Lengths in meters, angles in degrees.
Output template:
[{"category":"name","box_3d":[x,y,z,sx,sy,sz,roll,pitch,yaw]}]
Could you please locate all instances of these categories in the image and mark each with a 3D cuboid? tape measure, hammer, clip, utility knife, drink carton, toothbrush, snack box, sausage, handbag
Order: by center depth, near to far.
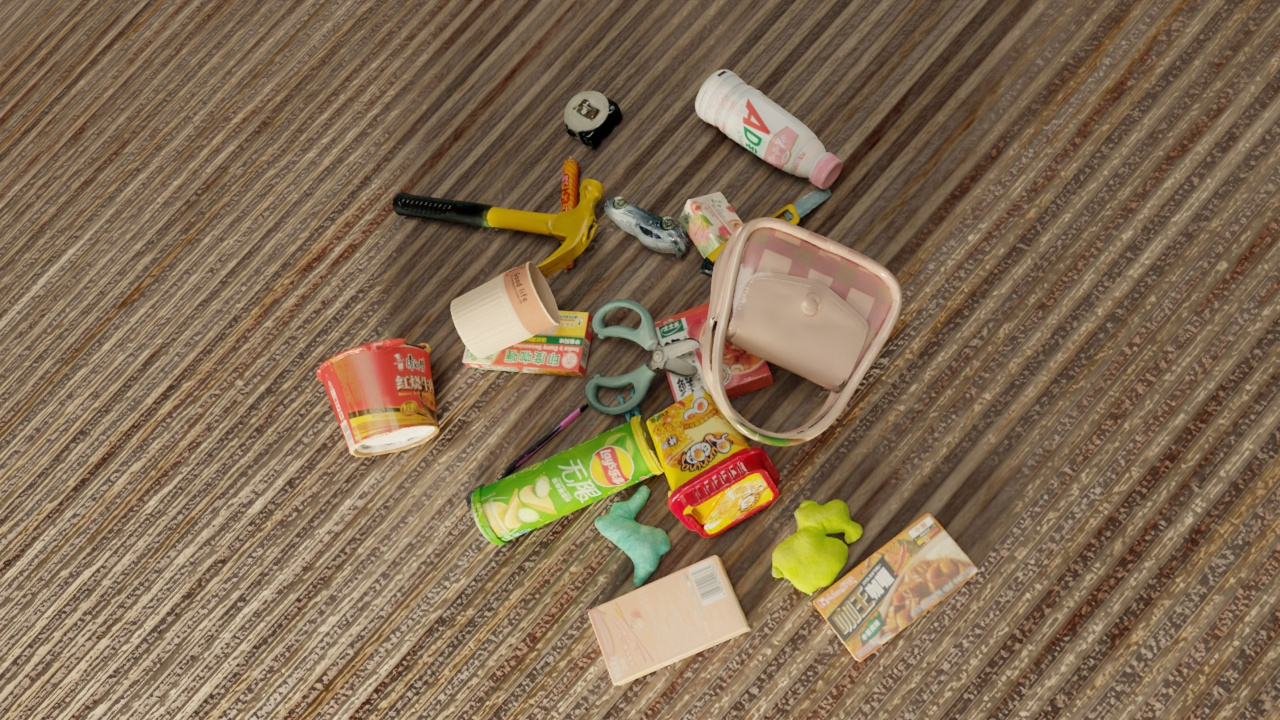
[{"category":"snack box","box_3d":[0.260,0.232,0.940,0.154,0.026,0.075,-38,66,1]},{"category":"handbag","box_3d":[0.155,-0.020,0.970,0.193,0.093,0.233,24,71,-6]},{"category":"snack box","box_3d":[0.030,0.280,0.988,0.157,0.026,0.084,-25,68,7]},{"category":"snack box","box_3d":[0.080,-0.015,1.062,0.113,0.044,0.127,-21,68,8]},{"category":"utility knife","box_3d":[0.150,-0.155,1.066,0.215,0.015,0.033,-36,74,-23]},{"category":"clip","box_3d":[-0.009,0.061,1.078,0.047,0.014,0.057,-20,70,8]},{"category":"drink carton","box_3d":[0.101,-0.142,1.090,0.053,0.046,0.122,-18,63,-26]},{"category":"toothbrush","box_3d":[-0.136,0.111,1.098,0.189,0.014,0.018,-41,56,-1]},{"category":"snack box","box_3d":[-0.139,-0.024,1.135,0.156,0.027,0.077,4,73,17]},{"category":"sausage","box_3d":[-0.092,-0.189,1.180,0.021,0.021,0.165,-4,71,14]},{"category":"hammer","box_3d":[-0.194,-0.186,1.187,0.301,0.033,0.128,12,76,24]},{"category":"tape measure","box_3d":[-0.067,-0.320,1.210,0.066,0.033,0.065,36,83,22]}]

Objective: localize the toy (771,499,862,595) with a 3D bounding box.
[{"category":"toy","box_3d":[0.186,0.196,0.970,0.097,0.031,0.100,-5,67,17]}]

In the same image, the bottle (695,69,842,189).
[{"category":"bottle","box_3d":[0.158,-0.279,1.117,0.197,0.068,0.068,41,86,21]}]

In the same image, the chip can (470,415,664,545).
[{"category":"chip can","box_3d":[-0.085,0.138,1.042,0.221,0.072,0.072,-25,67,7]}]

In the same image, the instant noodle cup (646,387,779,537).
[{"category":"instant noodle cup","box_3d":[0.073,0.107,0.994,0.116,0.116,0.123,-32,55,4]}]

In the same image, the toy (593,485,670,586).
[{"category":"toy","box_3d":[-0.006,0.190,1.027,0.092,0.030,0.096,34,78,20]}]

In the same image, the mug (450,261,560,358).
[{"category":"mug","box_3d":[-0.163,-0.069,1.104,0.106,0.082,0.114,-25,40,8]}]

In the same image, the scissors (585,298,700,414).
[{"category":"scissors","box_3d":[-0.005,0.011,1.061,0.177,0.019,0.171,27,98,38]}]

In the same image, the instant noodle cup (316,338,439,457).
[{"category":"instant noodle cup","box_3d":[-0.310,0.049,1.107,0.138,0.138,0.108,-20,76,8]}]

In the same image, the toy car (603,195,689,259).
[{"category":"toy car","box_3d":[0.006,-0.163,1.127,0.121,0.054,0.036,30,80,22]}]
